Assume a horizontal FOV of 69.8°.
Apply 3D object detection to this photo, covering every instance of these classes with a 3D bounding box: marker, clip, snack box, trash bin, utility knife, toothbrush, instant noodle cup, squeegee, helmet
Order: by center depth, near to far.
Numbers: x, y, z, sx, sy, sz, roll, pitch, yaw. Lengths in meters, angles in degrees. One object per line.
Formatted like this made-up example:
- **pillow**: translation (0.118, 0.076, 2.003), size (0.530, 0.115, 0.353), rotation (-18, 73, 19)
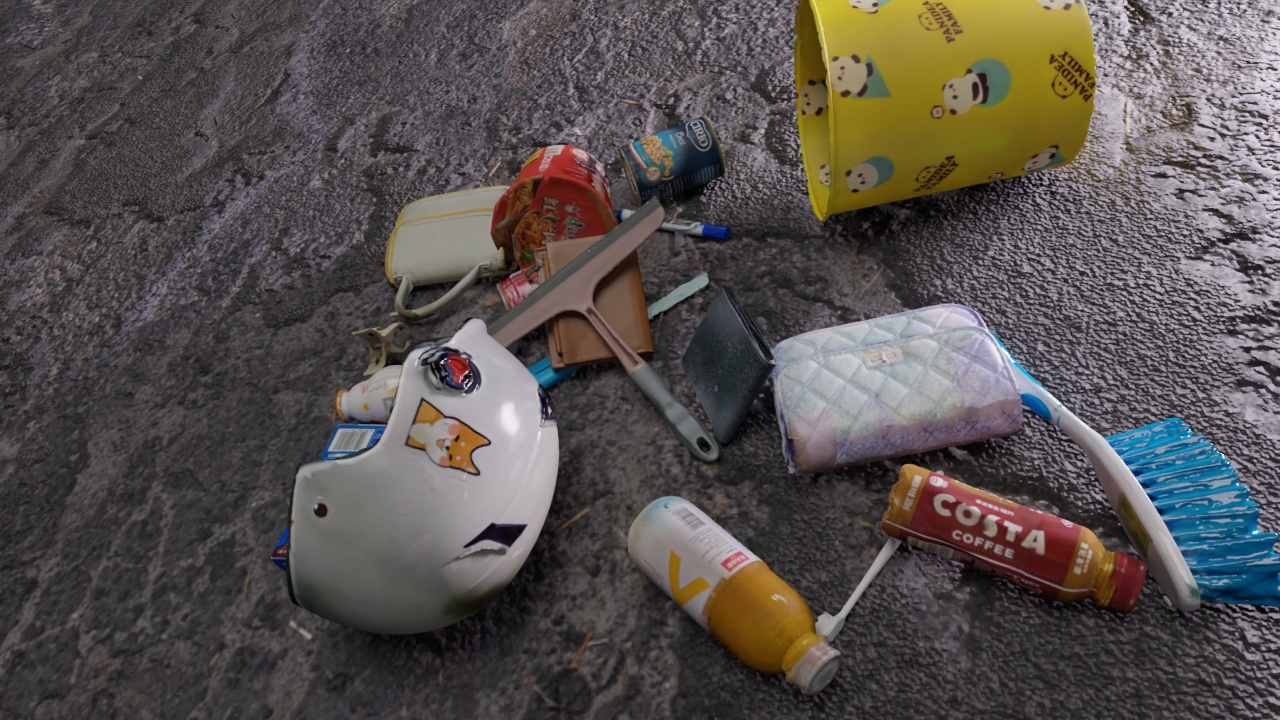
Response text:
- **toothbrush**: translation (0.188, 0.150, 0.717), size (0.016, 0.016, 0.179), rotation (23, 59, 40)
- **helmet**: translation (-0.151, 0.109, 0.745), size (0.157, 0.231, 0.273), rotation (32, 50, 8)
- **squeegee**: translation (-0.005, 0.005, 0.873), size (0.247, 0.040, 0.249), rotation (-38, 67, -5)
- **snack box**: translation (-0.281, 0.130, 0.880), size (0.085, 0.026, 0.156), rotation (-1, 48, 18)
- **trash bin**: translation (0.301, -0.275, 0.948), size (0.255, 0.230, 0.229), rotation (-7, 46, 4)
- **utility knife**: translation (-0.025, -0.031, 0.957), size (0.238, 0.018, 0.034), rotation (-31, 46, -14)
- **clip**: translation (-0.280, -0.018, 0.987), size (0.035, 0.071, 0.100), rotation (-11, 12, 9)
- **instant noodle cup**: translation (-0.090, -0.172, 1.035), size (0.138, 0.138, 0.108), rotation (-8, 38, 10)
- **marker**: translation (0.036, -0.157, 1.055), size (0.146, 0.017, 0.016), rotation (15, 54, 29)

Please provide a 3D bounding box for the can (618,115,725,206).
- **can**: translation (0.036, -0.235, 1.088), size (0.111, 0.075, 0.075), rotation (-21, 45, -2)

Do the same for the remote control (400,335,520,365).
- **remote control**: translation (-0.190, -0.004, 0.979), size (0.136, 0.024, 0.053), rotation (-5, 48, 16)

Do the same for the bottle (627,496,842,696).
- **bottle**: translation (0.068, 0.176, 0.694), size (0.068, 0.068, 0.189), rotation (-39, 48, -19)

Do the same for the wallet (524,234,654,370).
- **wallet**: translation (-0.055, -0.061, 0.930), size (0.119, 0.035, 0.130), rotation (-9, 78, -1)

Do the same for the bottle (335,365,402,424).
- **bottle**: translation (-0.252, 0.037, 0.933), size (0.108, 0.063, 0.063), rotation (-12, 45, 9)

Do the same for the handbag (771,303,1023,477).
- **handbag**: translation (0.209, 0.024, 0.787), size (0.194, 0.076, 0.134), rotation (-13, 46, 7)

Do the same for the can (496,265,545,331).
- **can**: translation (-0.100, -0.073, 0.984), size (0.093, 0.066, 0.066), rotation (-24, 45, -5)

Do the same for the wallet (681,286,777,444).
- **wallet**: translation (0.077, 0.002, 0.846), size (0.019, 0.097, 0.120), rotation (10, 35, -28)

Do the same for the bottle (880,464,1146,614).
- **bottle**: translation (0.268, 0.132, 0.669), size (0.175, 0.057, 0.057), rotation (20, 56, 22)

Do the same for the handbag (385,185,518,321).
- **handbag**: translation (-0.224, -0.125, 1.081), size (0.163, 0.063, 0.178), rotation (-5, 50, 18)

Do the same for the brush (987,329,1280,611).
- **brush**: translation (0.367, 0.061, 0.720), size (0.109, 0.060, 0.313), rotation (-16, 42, 8)
